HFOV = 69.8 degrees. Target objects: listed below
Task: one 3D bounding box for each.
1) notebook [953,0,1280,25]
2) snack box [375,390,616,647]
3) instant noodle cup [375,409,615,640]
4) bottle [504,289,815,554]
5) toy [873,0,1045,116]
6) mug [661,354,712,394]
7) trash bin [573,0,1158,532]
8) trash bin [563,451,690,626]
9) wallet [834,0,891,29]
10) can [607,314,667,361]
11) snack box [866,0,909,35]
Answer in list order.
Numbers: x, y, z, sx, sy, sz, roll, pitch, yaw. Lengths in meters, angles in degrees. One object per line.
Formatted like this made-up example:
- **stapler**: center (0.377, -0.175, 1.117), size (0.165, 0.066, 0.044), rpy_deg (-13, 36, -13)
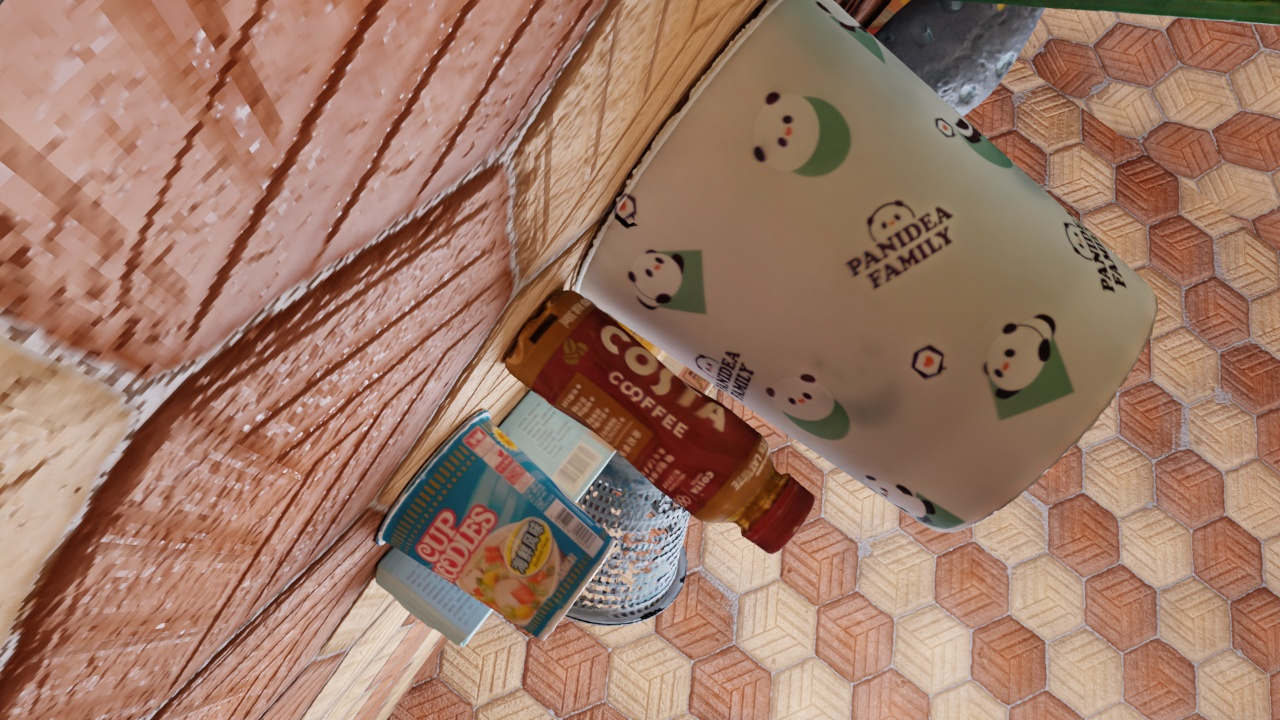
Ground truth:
- **notebook**: center (0.188, -0.193, 0.442), size (0.150, 0.209, 0.012), rpy_deg (-49, 144, -46)
- **snack box**: center (-0.094, 0.102, 0.627), size (0.174, 0.074, 0.052), rpy_deg (-51, 176, -28)
- **instant noodle cup**: center (-0.076, 0.099, 0.528), size (0.099, 0.110, 0.099), rpy_deg (-53, 176, -5)
- **bottle**: center (0.012, 0.034, 0.489), size (0.057, 0.175, 0.057), rpy_deg (-52, 177, -5)
- **toy**: center (0.203, -0.218, 0.695), size (0.358, 0.091, 0.137), rpy_deg (-37, -160, 40)
- **mug**: center (0.017, 0.010, 0.925), size (0.114, 0.106, 0.082), rpy_deg (-51, 177, -29)
- **trash bin**: center (0.128, -0.049, 0.534), size (0.229, 0.252, 0.229), rpy_deg (-51, 177, -5)
- **trash bin**: center (-0.029, 0.139, 1.004), size (0.225, 0.226, 0.196), rpy_deg (-48, 162, -54)
- **wallet**: center (0.141, -0.237, 0.672), size (0.101, 0.032, 0.124), rpy_deg (-51, 178, 27)
- **can**: center (-0.016, -0.004, 0.727), size (0.145, 0.058, 0.058), rpy_deg (-52, 177, -13)
- **snack box**: center (0.214, -0.266, 0.804), size (0.076, 0.094, 0.093), rpy_deg (-49, 176, -47)
